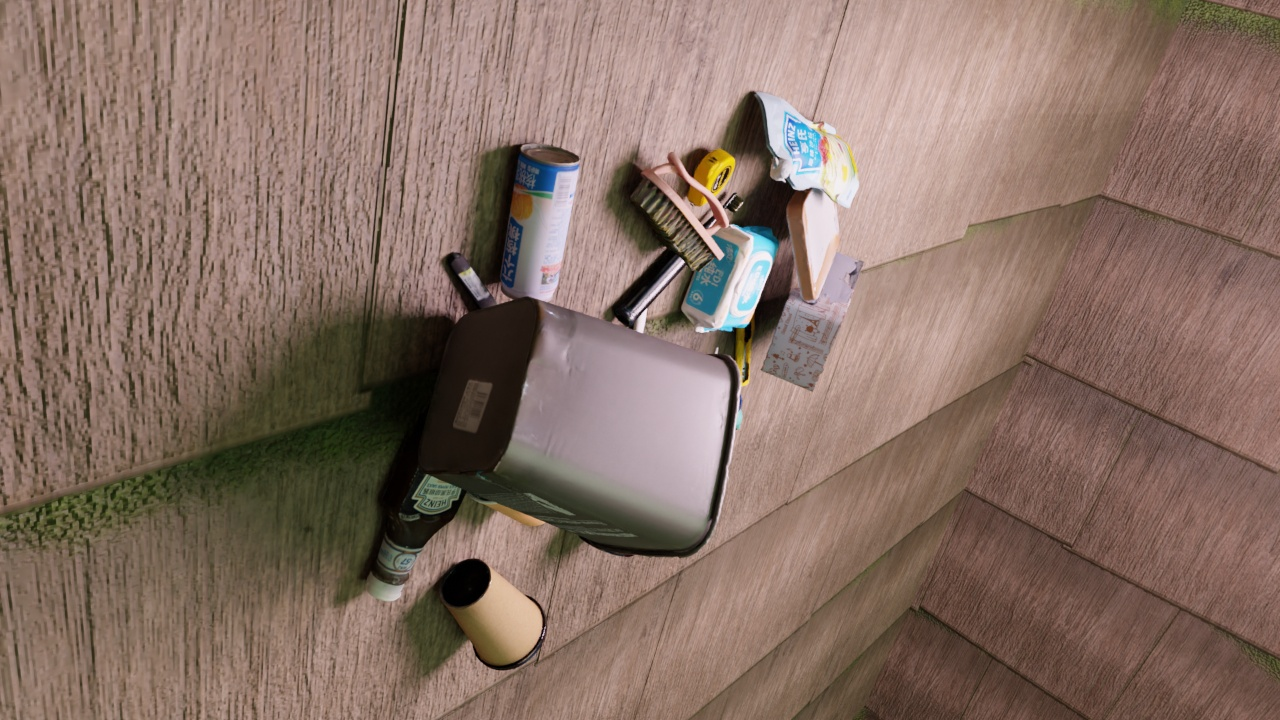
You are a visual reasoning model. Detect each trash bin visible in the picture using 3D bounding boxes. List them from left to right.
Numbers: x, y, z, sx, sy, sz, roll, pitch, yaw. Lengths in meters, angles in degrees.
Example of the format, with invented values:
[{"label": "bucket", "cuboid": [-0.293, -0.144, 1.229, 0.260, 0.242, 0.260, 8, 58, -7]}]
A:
[{"label": "trash bin", "cuboid": [-0.058, 0.059, 0.828, 0.219, 0.199, 0.198, 23, 70, -36]}]

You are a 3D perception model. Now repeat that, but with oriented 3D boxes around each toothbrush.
[{"label": "toothbrush", "cuboid": [-0.006, 0.006, 1.086, 0.016, 0.016, 0.180, -31, 140, -46]}, {"label": "toothbrush", "cuboid": [0.048, -0.119, 1.045, 0.212, 0.027, 0.026, -47, 168, -18]}]

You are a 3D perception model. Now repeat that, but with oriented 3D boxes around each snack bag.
[{"label": "snack bag", "cuboid": [0.197, -0.245, 1.080, 0.190, 0.039, 0.110, 5, 80, -51]}]

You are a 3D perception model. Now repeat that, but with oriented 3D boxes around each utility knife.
[{"label": "utility knife", "cuboid": [0.147, -0.018, 1.285, 0.033, 0.015, 0.155, -36, 143, -28]}]

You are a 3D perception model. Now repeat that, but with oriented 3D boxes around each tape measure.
[{"label": "tape measure", "cuboid": [0.077, -0.206, 1.009, 0.057, 0.029, 0.060, -39, 161, -35]}]

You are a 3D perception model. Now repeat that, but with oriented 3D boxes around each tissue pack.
[{"label": "tissue pack", "cuboid": [0.112, -0.099, 1.118, 0.089, 0.063, 0.140, -6, 121, -55]}]

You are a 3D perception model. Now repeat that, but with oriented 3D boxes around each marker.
[{"label": "marker", "cuboid": [-0.145, -0.057, 0.839, 0.018, 0.015, 0.124, -50, 145, -16]}]

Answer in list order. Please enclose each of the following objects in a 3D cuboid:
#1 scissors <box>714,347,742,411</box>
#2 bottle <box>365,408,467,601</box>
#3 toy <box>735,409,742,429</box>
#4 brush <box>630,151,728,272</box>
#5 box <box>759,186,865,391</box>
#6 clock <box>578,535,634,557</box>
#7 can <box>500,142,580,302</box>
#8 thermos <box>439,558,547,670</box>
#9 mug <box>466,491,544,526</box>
[{"label": "scissors", "cuboid": [0.082, 0.060, 1.154, 0.175, 0.012, 0.162, 7, 110, -56]}, {"label": "bottle", "cuboid": [-0.212, 0.141, 0.883, 0.079, 0.044, 0.195, 13, 106, -51]}, {"label": "toy", "cuboid": [0.116, 0.085, 1.318, 0.091, 0.030, 0.097, -40, 138, -32]}, {"label": "brush", "cuboid": [0.042, -0.159, 0.965, 0.073, 0.063, 0.145, -45, 143, 2]}, {"label": "box", "cuboid": [0.231, -0.113, 1.203, 0.177, 0.107, 0.272, -57, 152, -50]}, {"label": "clock", "cuboid": [-0.028, 0.208, 1.168, 0.121, 0.082, 0.055, 12, 100, -55]}, {"label": "can", "cuboid": [-0.091, -0.121, 0.819, 0.053, 0.053, 0.135, -19, 131, -47]}, {"label": "thermos", "cuboid": [-0.168, 0.285, 1.036, 0.093, 0.093, 0.143, -47, 138, -20]}, {"label": "mug", "cuboid": [-0.130, 0.130, 0.965, 0.078, 0.078, 0.123, -52, 153, -11]}]
